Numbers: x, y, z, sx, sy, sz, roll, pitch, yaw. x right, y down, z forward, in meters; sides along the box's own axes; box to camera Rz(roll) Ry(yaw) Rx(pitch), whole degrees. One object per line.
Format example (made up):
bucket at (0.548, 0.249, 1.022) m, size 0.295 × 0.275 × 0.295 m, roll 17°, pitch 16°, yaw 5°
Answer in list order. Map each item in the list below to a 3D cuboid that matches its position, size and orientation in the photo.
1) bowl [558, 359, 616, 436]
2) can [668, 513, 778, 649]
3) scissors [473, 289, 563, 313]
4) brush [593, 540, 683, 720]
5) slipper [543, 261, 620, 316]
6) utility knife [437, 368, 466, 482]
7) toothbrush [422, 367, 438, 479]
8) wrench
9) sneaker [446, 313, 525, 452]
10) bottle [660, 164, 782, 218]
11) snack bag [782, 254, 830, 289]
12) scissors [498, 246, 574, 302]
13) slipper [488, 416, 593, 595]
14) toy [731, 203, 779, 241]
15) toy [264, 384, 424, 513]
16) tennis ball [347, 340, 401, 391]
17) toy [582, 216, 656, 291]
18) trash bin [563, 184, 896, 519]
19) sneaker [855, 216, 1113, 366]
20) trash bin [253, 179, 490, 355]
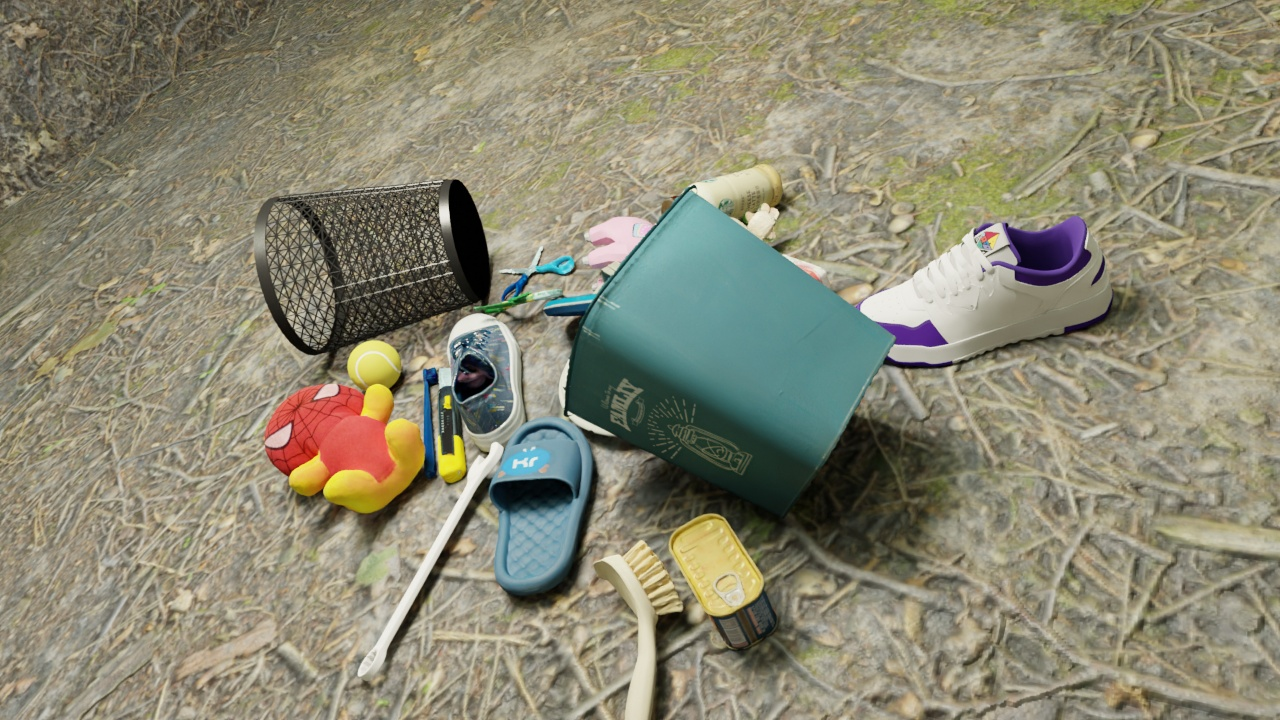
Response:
bowl at (-0.011, -0.008, 0.967) m, size 0.177 × 0.071 × 0.177 m, roll -10°, pitch 43°, yaw 9°
can at (0.068, 0.181, 0.752) m, size 0.054 × 0.059 × 0.099 m, roll -29°, pitch 38°, yaw -4°
scissors at (-0.154, -0.075, 1.159) m, size 0.131 × 0.011 × 0.126 m, roll -15°, pitch 1°, yaw -26°
brush at (-0.004, 0.261, 0.711) m, size 0.077 × 0.062 × 0.271 m, roll -17°, pitch 43°, yaw 17°
slipper at (0.005, -0.088, 1.025) m, size 0.296 × 0.060 × 0.118 m, roll -6°, pitch 3°, yaw 35°
utility knife at (-0.224, 0.067, 1.070) m, size 0.029 × 0.020 × 0.202 m, roll -22°, pitch 38°, yaw 1°
toothbrush at (-0.247, 0.068, 1.082) m, size 0.017 × 0.016 × 0.189 m, roll -17°, pitch 39°, yaw -1°
wrench at (-0.204, 0.190, 0.912) m, size 0.047 × 0.009 × 0.272 m, roll -27°, pitch 29°, yaw 46°
sneaker at (-0.187, 0.004, 1.072) m, size 0.087 × 0.079 × 0.235 m, roll -25°, pitch 39°, yaw 0°
bottle at (0.099, -0.197, 1.125) m, size 0.161 × 0.057 × 0.056 m, roll -22°, pitch 33°, yaw -31°
snack bag at (0.145, -0.067, 1.011) m, size 0.115 × 0.036 × 0.077 m, roll -41°, pitch 40°, yaw -18°
scissors at (-0.151, -0.117, 1.243) m, size 0.128 × 0.014 × 0.133 m, roll 7°, pitch 47°, yaw 36°
slipper at (-0.099, 0.131, 0.899) m, size 0.104 × 0.059 × 0.213 m, roll -14°, pitch 41°, yaw 10°
toy at (0.118, -0.136, 1.078) m, size 0.087 × 0.050 × 0.112 m, roll 41°, pitch 59°, yaw 11°
toy at (-0.338, 0.094, 1.035) m, size 0.216 × 0.099 × 0.147 m, roll 21°, pitch 49°, yaw 41°
tennis ball at (-0.335, 0.008, 1.157) m, size 0.065 × 0.065 × 0.065 m, roll -15°, pitch 40°, yaw 12°
toy at (0.010, -0.133, 1.135) m, size 0.158 × 0.067 × 0.123 m, roll -10°, pitch 38°, yaw 9°
trash bin at (0.079, 0.004, 0.802) m, size 0.218 × 0.197 × 0.198 m, roll 32°, pitch 60°, yaw 10°
sneaker at (0.313, -0.072, 0.868) m, size 0.244 × 0.111 × 0.091 m, roll -12°, pitch 41°, yaw 16°
trash bin at (-0.343, -0.136, 1.224) m, size 0.243 × 0.217 × 0.216 m, roll -11°, pitch 40°, yaw 7°
